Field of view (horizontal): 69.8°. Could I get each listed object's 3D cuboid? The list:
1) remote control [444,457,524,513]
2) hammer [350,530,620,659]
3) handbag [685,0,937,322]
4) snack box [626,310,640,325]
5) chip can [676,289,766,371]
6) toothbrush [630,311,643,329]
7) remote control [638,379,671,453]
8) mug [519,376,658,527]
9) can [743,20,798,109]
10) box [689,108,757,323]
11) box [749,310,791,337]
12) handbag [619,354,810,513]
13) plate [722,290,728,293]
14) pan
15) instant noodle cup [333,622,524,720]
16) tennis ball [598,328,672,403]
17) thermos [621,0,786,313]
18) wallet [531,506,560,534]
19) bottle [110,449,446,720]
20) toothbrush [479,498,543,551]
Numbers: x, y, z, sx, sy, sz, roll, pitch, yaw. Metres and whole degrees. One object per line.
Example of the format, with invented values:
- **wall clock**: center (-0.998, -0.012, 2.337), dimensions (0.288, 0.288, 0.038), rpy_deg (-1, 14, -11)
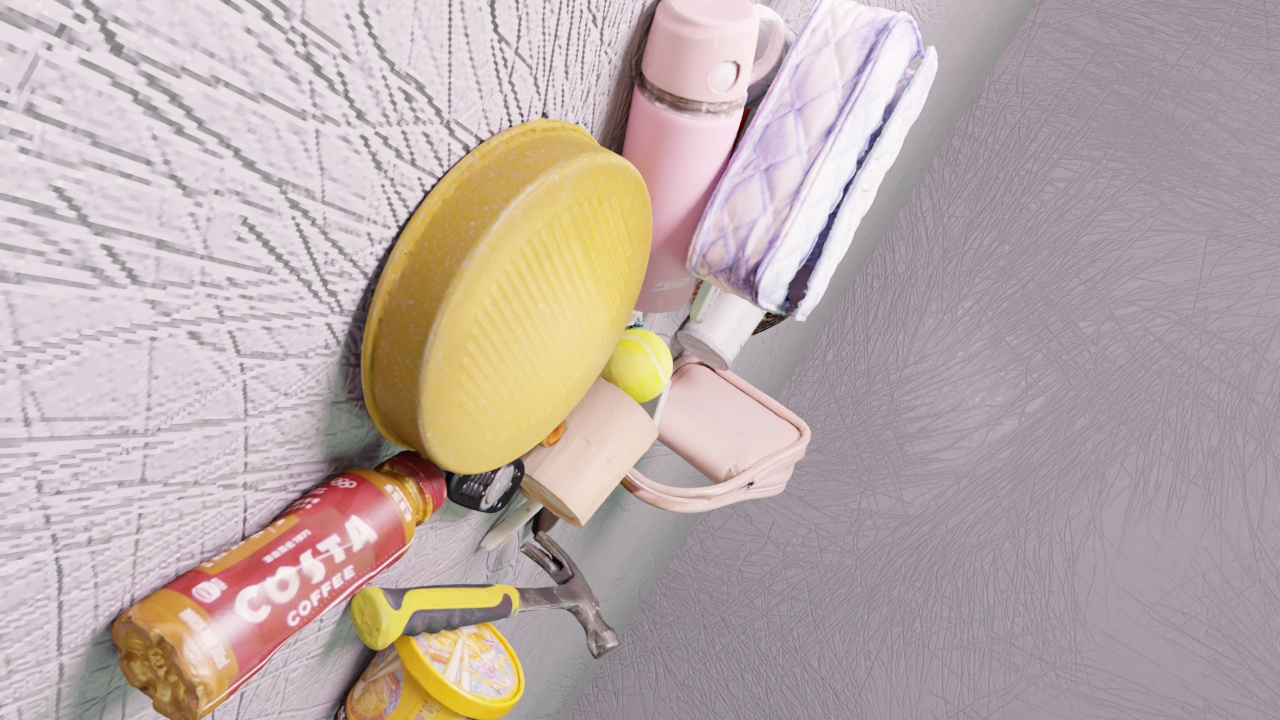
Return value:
- **remote control**: center (-0.117, 0.083, 0.673), dimensions (0.053, 0.024, 0.136), rpy_deg (-60, 166, -10)
- **hammer**: center (-0.121, 0.199, 0.762), dimensions (0.032, 0.126, 0.323), rpy_deg (-39, 156, 13)
- **handbag**: center (0.112, -0.119, 0.579), dimensions (0.194, 0.075, 0.134), rpy_deg (-63, 160, 11)
- **snack box**: center (0.009, -0.096, 0.691), dimensions (0.157, 0.027, 0.084), rpy_deg (-60, 167, 15)
- **chip can**: center (0.130, -0.094, 1.046), dimensions (0.214, 0.071, 0.071), rpy_deg (-54, 167, -12)
- **toothbrush**: center (0.000, -0.035, 0.829), dimensions (0.016, 0.018, 0.192), rpy_deg (-52, 167, -22)
- **remote control**: center (-0.005, 0.044, 0.920), dimensions (0.019, 0.056, 0.135), rpy_deg (-49, 165, -31)
- **mug**: center (-0.056, 0.079, 0.799), dimensions (0.103, 0.084, 0.125), rpy_deg (-50, -168, -20)
- **can**: center (0.082, -0.202, 0.628), dimensions (0.058, 0.058, 0.146), rpy_deg (-62, 166, 23)
- **box**: center (0.087, -0.145, 0.796), dimensions (0.160, 0.058, 0.202), rpy_deg (-65, 178, -47)
- **box**: center (0.142, -0.066, 1.121), dimensions (0.068, 0.052, 0.165), rpy_deg (-49, -168, -34)
- **handbag**: center (0.062, 0.096, 1.035), dimensions (0.233, 0.193, 0.094), rpy_deg (-26, 141, -51)
- **plate**: center (0.142, -0.148, 0.880), dimensions (0.205, 0.045, 0.204), rpy_deg (-63, -175, 9)
- **pan**: center (-0.067, -0.002, 0.573), dimensions (0.197, 0.078, 0.358), rpy_deg (-52, 158, -17)
- **instant noodle cup**: center (-0.173, 0.268, 0.733), dimensions (0.114, 0.118, 0.118), rpy_deg (-51, 168, 9)
- **tennis ball**: center (-0.005, 0.005, 0.801), dimensions (0.065, 0.065, 0.065), rpy_deg (-52, 167, -18)
- **thermos**: center (0.030, -0.125, 0.566), dimensions (0.087, 0.067, 0.199), rpy_deg (-13, 138, -27)
- **wallet**: center (-0.073, 0.114, 0.926), dimensions (0.096, 0.020, 0.123), rpy_deg (-51, 166, -39)
- **bottle**: center (-0.166, 0.100, 0.457), dimensions (0.174, 0.057, 0.058), rpy_deg (-39, 158, -54)
- **toothbrush**: center (-0.074, 0.113, 0.855), dimensions (0.191, 0.016, 0.018), rpy_deg (-40, 165, -17)
